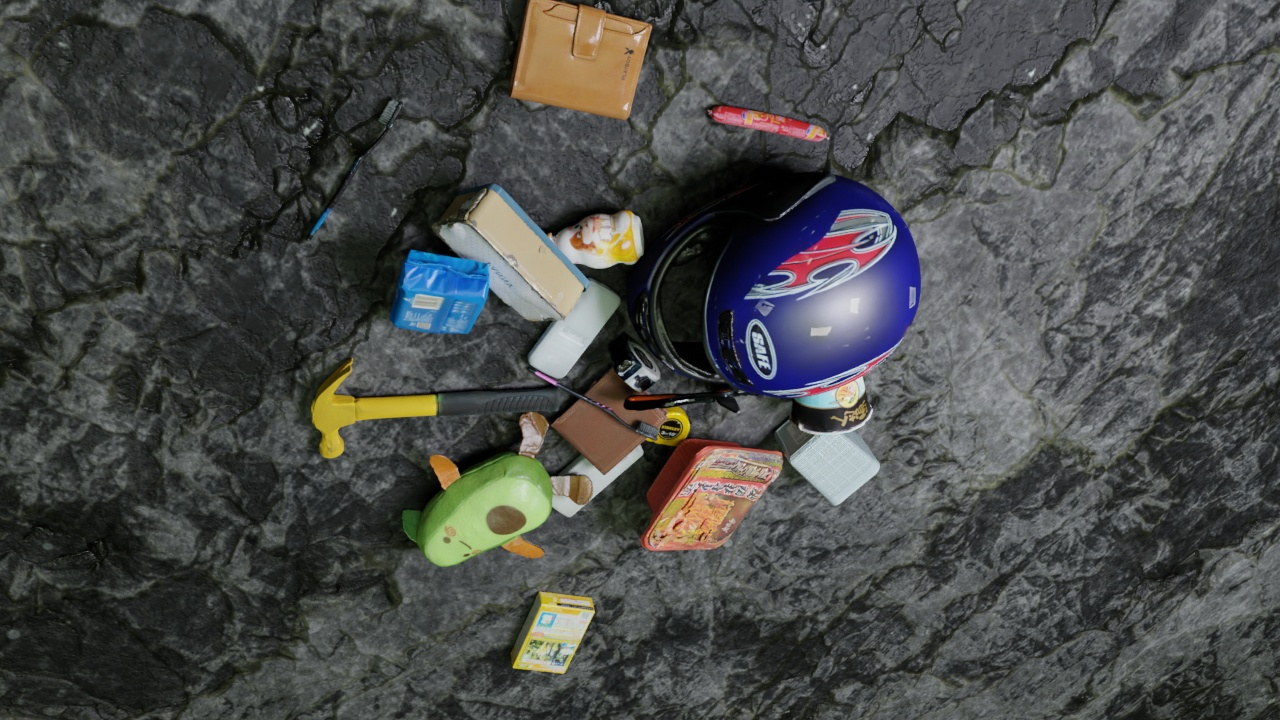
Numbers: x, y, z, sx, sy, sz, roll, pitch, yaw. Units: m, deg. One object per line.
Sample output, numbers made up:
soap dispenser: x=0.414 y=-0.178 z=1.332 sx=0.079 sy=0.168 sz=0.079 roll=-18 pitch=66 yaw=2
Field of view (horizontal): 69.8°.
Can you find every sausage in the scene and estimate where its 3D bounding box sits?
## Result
sausage: x=0.147 y=-0.269 z=1.042 sx=0.155 sy=0.020 sz=0.020 roll=6 pitch=120 yaw=-18

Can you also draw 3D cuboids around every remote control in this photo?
remote control: x=-0.066 y=0.151 z=1.249 sx=0.150 sy=0.021 sz=0.058 roll=-42 pitch=116 yaw=12
remote control: x=-0.082 y=-0.039 z=1.127 sx=0.056 sy=0.020 sz=0.136 roll=28 pitch=111 yaw=-29

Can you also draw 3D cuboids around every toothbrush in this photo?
toothbrush: x=-0.058 y=0.052 z=1.162 sx=0.189 sy=0.014 sz=0.018 roll=29 pitch=92 yaw=-7
toothbrush: x=-0.307 y=-0.200 z=0.972 sx=0.016 sy=0.014 sz=0.190 roll=31 pitch=110 yaw=-28

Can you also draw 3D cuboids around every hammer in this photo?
hammer: x=-0.251 y=0.054 z=1.136 sx=0.300 sy=0.032 sz=0.129 roll=-2 pitch=123 yaw=-13

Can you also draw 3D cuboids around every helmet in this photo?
helmet: x=0.156 y=-0.072 z=1.021 sx=0.315 sy=0.240 sz=0.247 roll=-23 pitch=117 yaw=-6

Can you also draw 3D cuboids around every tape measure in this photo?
tape measure: x=0.036 y=0.086 z=1.231 sx=0.060 sy=0.029 sz=0.057 roll=11 pitch=119 yaw=-20
tape measure: x=-0.007 y=0.007 z=1.147 sx=0.034 sy=0.065 sz=0.066 roll=-39 pitch=121 yaw=16

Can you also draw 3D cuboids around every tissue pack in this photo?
tissue pack: x=-0.225 y=-0.074 z=1.022 sx=0.095 sy=0.052 sz=0.157 roll=8 pitch=159 yaw=-18

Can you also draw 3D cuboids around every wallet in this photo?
wallet: x=-0.063 y=-0.314 z=0.954 sx=0.131 sy=0.031 sz=0.108 roll=7 pitch=121 yaw=-20
wallet: x=-0.041 y=0.076 z=1.192 sx=0.125 sy=0.032 sz=0.101 roll=-43 pitch=100 yaw=12

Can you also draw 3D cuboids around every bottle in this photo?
bottle: x=-0.052 y=-0.135 z=1.049 sx=0.108 sy=0.063 sz=0.063 roll=-7 pitch=124 yaw=7

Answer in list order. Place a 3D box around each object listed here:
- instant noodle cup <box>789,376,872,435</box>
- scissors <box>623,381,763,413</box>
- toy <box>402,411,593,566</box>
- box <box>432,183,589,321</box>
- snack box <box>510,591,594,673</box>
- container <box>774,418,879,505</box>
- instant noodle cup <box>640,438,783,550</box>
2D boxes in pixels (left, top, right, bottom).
instant noodle cup: x=0.243 y=0.019 z=1.201 sx=0.111 sy=0.111 sz=0.120 roll=-14 pitch=116 yaw=-5
scissors: x=0.090 y=0.044 z=1.118 sx=0.235 sy=0.220 sz=0.022 roll=-5 pitch=99 yaw=15
toy: x=-0.192 y=0.188 z=1.202 sx=0.247 sy=0.090 sz=0.227 roll=-35 pitch=117 yaw=5
box: x=-0.138 y=-0.111 z=1.020 sx=0.184 sy=0.090 sz=0.061 roll=45 pitch=63 yaw=-35
snack box: x=-0.134 y=0.414 z=1.393 sx=0.087 sy=0.033 sz=0.141 roll=13 pitch=116 yaw=-22
container: x=0.255 y=0.125 z=1.277 sx=0.090 sy=0.090 sz=0.111 roll=-43 pitch=119 yaw=13
instant noodle cup: x=0.088 y=0.177 z=1.255 sx=0.164 sy=0.079 sz=0.189 roll=11 pitch=120 yaw=-40
